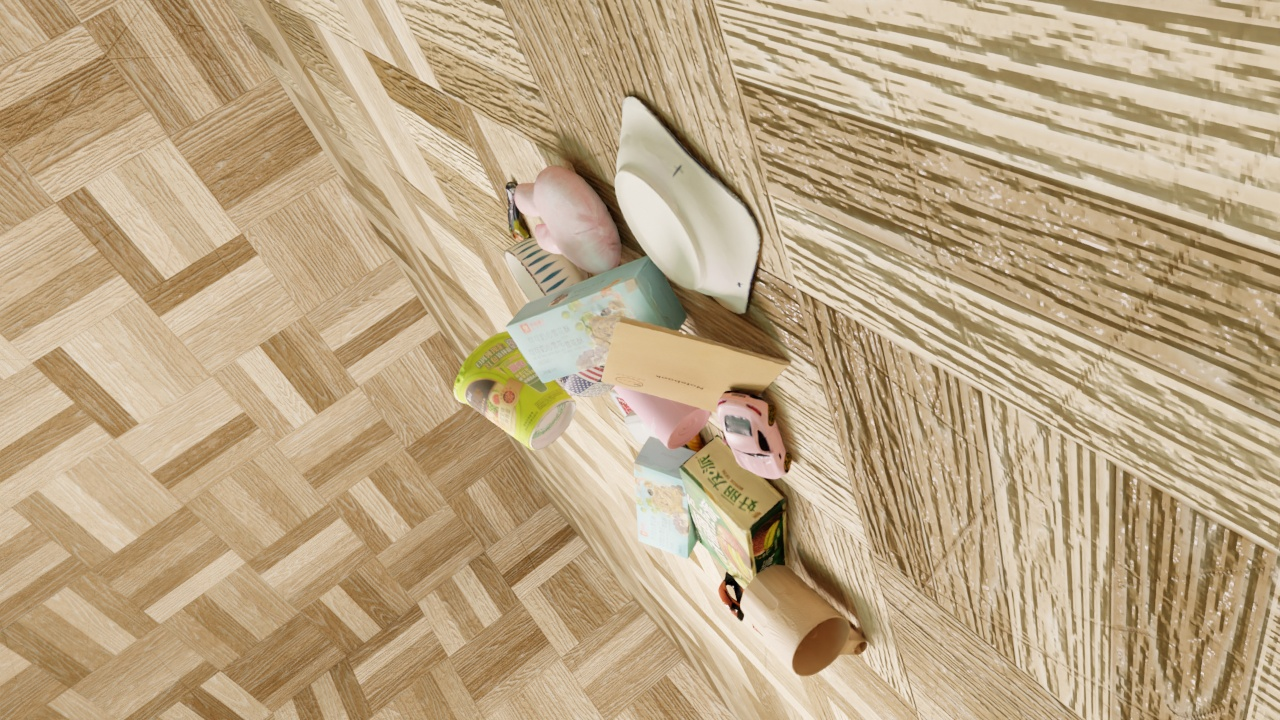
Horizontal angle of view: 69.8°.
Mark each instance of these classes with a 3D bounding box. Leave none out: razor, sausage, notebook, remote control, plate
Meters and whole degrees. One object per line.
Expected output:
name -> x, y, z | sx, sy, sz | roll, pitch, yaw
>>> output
razor -> -0.161, -0.186, 1.181 | 0.042, 0.022, 0.143 | 48, 165, 15
sausage -> 0.082, 0.140, 1.175 | 0.021, 0.021, 0.165 | 40, 160, 45
notebook -> 0.041, 0.011, 0.846 | 0.148, 0.008, 0.208 | 15, 164, -2
remote control -> 0.020, 0.085, 1.198 | 0.049, 0.024, 0.125 | 54, 152, -9
remote control -> -0.006, 0.069, 1.295 | 0.056, 0.020, 0.136 | 56, 166, -15
plate -> 0.025, -0.111, 0.725 | 0.164, 0.034, 0.164 | 50, 166, 19

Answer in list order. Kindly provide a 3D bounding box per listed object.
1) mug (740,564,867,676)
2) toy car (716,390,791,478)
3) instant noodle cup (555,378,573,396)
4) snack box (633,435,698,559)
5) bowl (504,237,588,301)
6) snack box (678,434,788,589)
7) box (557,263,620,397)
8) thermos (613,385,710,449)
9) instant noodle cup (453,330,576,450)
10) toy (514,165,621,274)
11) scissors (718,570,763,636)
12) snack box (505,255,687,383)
mug -> 0.193, 0.303, 1.078 | 0.124, 0.084, 0.103 | 15, -163, -38
toy car -> 0.107, 0.075, 0.871 | 0.056, 0.037, 0.122 | 11, 144, 34
instant noodle cup -> -0.079, -0.014, 1.172 | 0.111, 0.099, 0.112 | 50, 165, 19
snack box -> 0.037, 0.178, 1.177 | 0.074, 0.051, 0.175 | 17, 137, 19
bowl -> -0.105, -0.101, 1.111 | 0.116, 0.066, 0.117 | 51, 167, 16
snack box -> 0.117, 0.194, 1.102 | 0.114, 0.063, 0.240 | 44, 164, 29
box -> -0.038, -0.022, 0.994 | 0.087, 0.076, 0.163 | 36, 129, 8
thermos -> -0.006, 0.006, 1.054 | 0.198, 0.067, 0.087 | 48, 159, 25
instant noodle cup -> -0.147, 0.043, 1.124 | 0.123, 0.111, 0.112 | 39, 162, 22
toy -> -0.076, -0.143, 0.930 | 0.160, 0.054, 0.121 | 21, 144, 55
scissors -> 0.117, 0.281, 1.214 | 0.208, 0.015, 0.185 | 44, -164, 30
snack box -> -0.046, -0.038, 0.908 | 0.175, 0.051, 0.074 | -18, 115, 34
